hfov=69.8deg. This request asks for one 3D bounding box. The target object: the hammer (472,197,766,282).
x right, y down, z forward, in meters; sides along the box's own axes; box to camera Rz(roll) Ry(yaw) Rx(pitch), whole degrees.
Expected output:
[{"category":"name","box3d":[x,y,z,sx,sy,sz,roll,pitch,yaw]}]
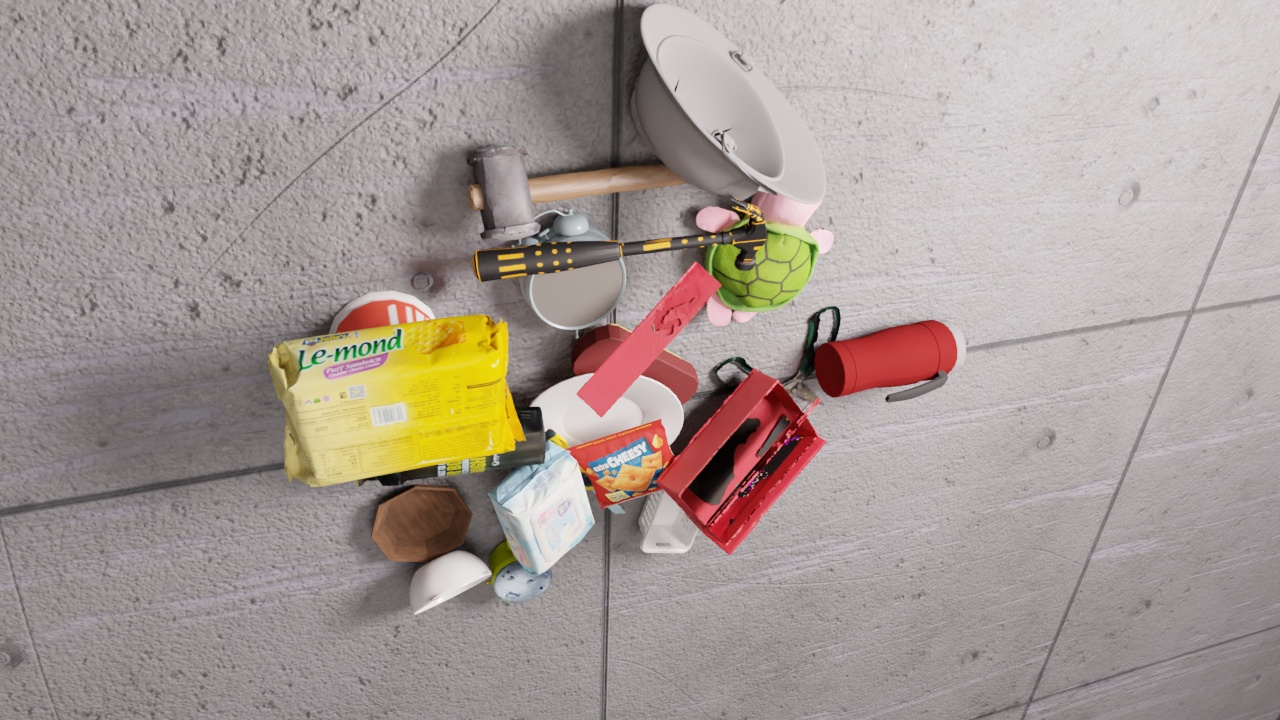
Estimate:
[{"category":"hammer","box3d":[-0.022,-0.121,0.992,0.320,0.036,0.123,-6,153,-2]}]

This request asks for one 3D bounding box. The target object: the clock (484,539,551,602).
[{"category":"clock","box3d":[-0.162,0.282,1.278,0.083,0.057,0.119,24,111,-32]}]

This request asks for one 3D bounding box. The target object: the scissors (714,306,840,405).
[{"category":"scissors","box3d":[0.190,0.013,1.270,0.204,0.015,0.202,0,119,-23]}]

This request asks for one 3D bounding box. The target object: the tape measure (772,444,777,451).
[{"category":"tape measure","box3d":[0.166,0.113,1.314,0.061,0.034,0.062,-32,138,5]}]

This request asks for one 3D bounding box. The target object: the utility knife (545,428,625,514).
[{"category":"utility knife","box3d":[-0.075,0.156,1.245,0.030,0.019,0.225,-15,141,21]}]

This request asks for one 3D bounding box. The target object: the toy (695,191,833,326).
[{"category":"toy","box3d":[0.154,-0.138,1.111,0.190,0.087,0.239,12,124,-19]}]

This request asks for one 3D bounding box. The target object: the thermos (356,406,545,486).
[{"category":"thermos","box3d":[-0.227,0.095,1.097,0.220,0.098,0.098,-3,123,-13]}]

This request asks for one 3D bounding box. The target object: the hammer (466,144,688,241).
[{"category":"hammer","box3d":[-0.029,-0.198,1.012,0.327,0.052,0.098,-11,95,-22]}]

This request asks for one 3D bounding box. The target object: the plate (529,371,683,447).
[{"category":"plate","box3d":[-0.049,0.079,1.187,0.208,0.015,0.209,-4,139,-4]}]

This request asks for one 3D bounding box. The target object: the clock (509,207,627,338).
[{"category":"clock","box3d":[-0.084,-0.105,1.062,0.122,0.045,0.159,-33,128,0]}]

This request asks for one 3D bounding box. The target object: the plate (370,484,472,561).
[{"category":"plate","box3d":[-0.287,0.208,1.199,0.131,0.025,0.131,-10,125,-16]}]

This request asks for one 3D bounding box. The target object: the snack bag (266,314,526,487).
[{"category":"snack bag","box3d":[-0.241,0.044,0.927,0.247,0.068,0.160,-10,124,-16]}]

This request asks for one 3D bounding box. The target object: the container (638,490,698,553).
[{"category":"container","box3d":[0.046,0.213,1.321,0.080,0.049,0.129,6,119,-25]}]

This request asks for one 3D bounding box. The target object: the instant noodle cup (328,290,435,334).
[{"category":"instant noodle cup","box3d":[-0.275,0.007,1.010,0.123,0.121,0.124,-11,125,-16]}]

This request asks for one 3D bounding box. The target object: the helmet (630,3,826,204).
[{"category":"helmet","box3d":[0.069,-0.242,0.978,0.271,0.182,0.118,37,134,-23]}]

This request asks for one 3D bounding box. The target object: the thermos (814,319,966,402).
[{"category":"thermos","box3d":[0.351,0.006,1.266,0.198,0.108,0.084,-11,145,-20]}]

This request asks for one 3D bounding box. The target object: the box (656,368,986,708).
[{"category":"box","box3d":[0.255,0.244,1.249,0.478,0.171,0.214,43,80,2]}]

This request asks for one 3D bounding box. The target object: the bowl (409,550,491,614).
[{"category":"bowl","box3d":[-0.261,0.290,1.229,0.114,0.050,0.115,-27,169,-6]}]

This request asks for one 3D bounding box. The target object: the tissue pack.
[{"category":"tissue pack","box3d":[-0.123,0.198,1.190,0.111,0.070,0.182,-42,144,-26]}]

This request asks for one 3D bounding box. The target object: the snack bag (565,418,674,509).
[{"category":"snack bag","box3d":[-0.015,0.137,1.214,0.131,0.039,0.144,-18,136,6]}]

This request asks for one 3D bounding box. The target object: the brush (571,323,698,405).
[{"category":"brush","box3d":[-0.007,0.007,1.159,0.173,0.041,0.082,27,127,-33]}]
